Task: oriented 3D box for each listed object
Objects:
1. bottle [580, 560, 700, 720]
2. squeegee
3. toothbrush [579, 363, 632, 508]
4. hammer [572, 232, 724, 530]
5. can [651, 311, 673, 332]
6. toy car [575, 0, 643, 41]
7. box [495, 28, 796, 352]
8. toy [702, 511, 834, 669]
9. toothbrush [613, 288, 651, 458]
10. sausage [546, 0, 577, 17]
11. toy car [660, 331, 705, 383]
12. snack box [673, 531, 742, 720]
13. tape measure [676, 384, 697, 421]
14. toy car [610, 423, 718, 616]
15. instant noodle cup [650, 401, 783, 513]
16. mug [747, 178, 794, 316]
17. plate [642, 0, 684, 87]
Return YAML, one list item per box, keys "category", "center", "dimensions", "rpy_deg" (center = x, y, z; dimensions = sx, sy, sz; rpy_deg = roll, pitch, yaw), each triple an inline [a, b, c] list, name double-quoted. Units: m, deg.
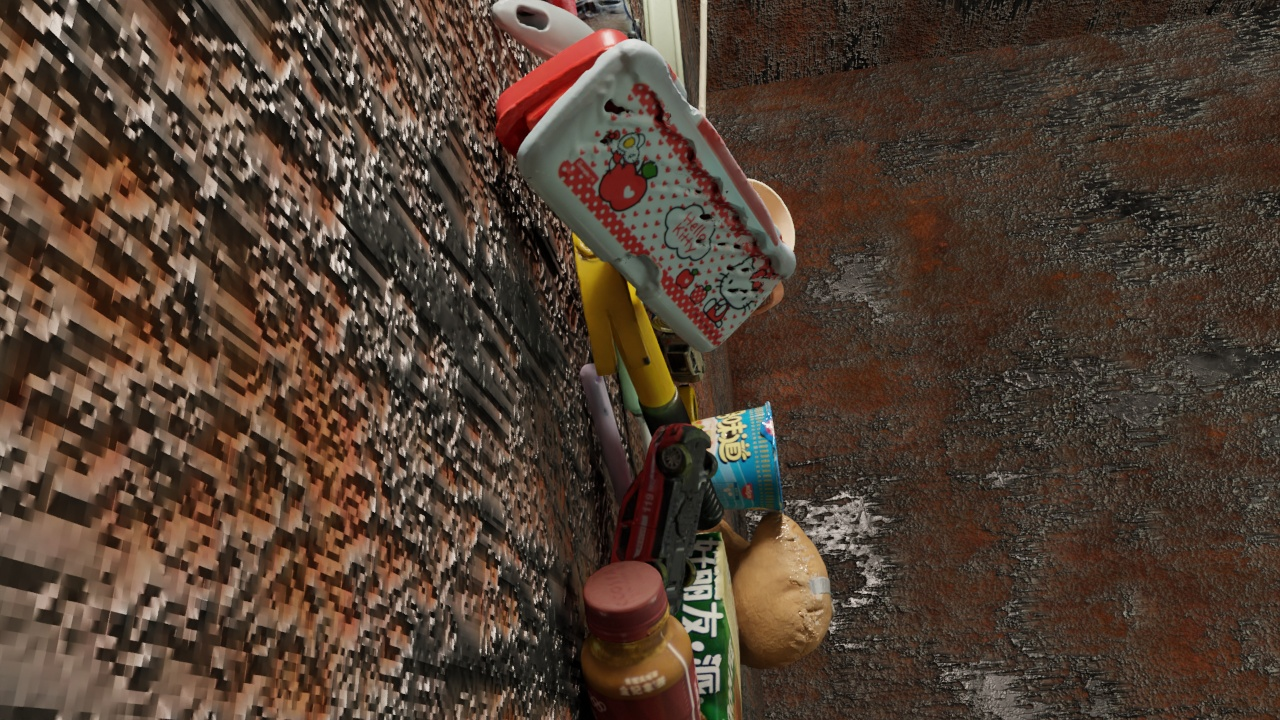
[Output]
- category: "bottle"
  center: [0.005, 0.187, 0.479]
  dimensions: [0.057, 0.057, 0.175]
  rpy_deg: [-78, 160, -66]
- category: "squeegee"
  center: [0.001, -0.151, 0.532]
  dimensions: [0.246, 0.039, 0.246]
  rpy_deg: [15, 75, -61]
- category: "toothbrush"
  center: [-0.013, 0.083, 0.586]
  dimensions: [0.029, 0.021, 0.189]
  rpy_deg: [-41, 130, -40]
- category: "hammer"
  center: [0.012, 0.025, 0.625]
  dimensions: [0.301, 0.033, 0.128]
  rpy_deg: [68, 11, -45]
- category: "can"
  center: [0.044, -0.092, 0.937]
  dimensions: [0.075, 0.075, 0.111]
  rpy_deg: [57, 27, -73]
- category: "toy car"
  center: [-0.025, -0.226, 0.636]
  dimensions: [0.105, 0.049, 0.031]
  rpy_deg: [-30, 107, -81]
- category: "box"
  center: [0.016, -0.073, 0.464]
  dimensions: [0.201, 0.091, 0.068]
  rpy_deg: [41, 27, -51]
- category: "toy"
  center: [0.092, 0.219, 0.868]
  dimensions: [0.227, 0.082, 0.143]
  rpy_deg: [-22, -114, 59]
- category: "toothbrush"
  center: [-0.004, 0.004, 0.681]
  dimensions: [0.027, 0.026, 0.225]
  rpy_deg: [-83, 165, -71]
- category: "sausage"
  center: [-0.041, -0.164, 0.581]
  dimensions: [0.020, 0.020, 0.156]
  rpy_deg: [-63, 146, -76]
- category: "toy car"
  center: [0.045, 0.000, 0.998]
  dimensions: [0.090, 0.042, 0.035]
  rpy_deg: [69, 26, -59]
- category: "snack box"
  center: [0.041, 0.246, 0.678]
  dimensions: [0.239, 0.063, 0.114]
  rpy_deg: [-82, 163, -61]
- category: "tape measure"
  center: [0.046, 0.057, 0.998]
  dimensions: [0.057, 0.029, 0.059]
  rpy_deg: [76, 11, -49]
- category: "toy car"
  center: [0.012, 0.096, 0.557]
  dimensions: [0.053, 0.045, 0.120]
  rpy_deg: [22, 81, -62]
- category: "instant noodle cup"
  center: [0.065, 0.089, 0.805]
  dimensions: [0.099, 0.110, 0.099]
  rpy_deg: [-5, 89, -83]
- category: "mug"
  center: [0.084, -0.094, 0.850]
  dimensions: [0.081, 0.106, 0.114]
  rpy_deg: [-31, 93, -38]
- category: "plate"
  center: [0.023, -0.206, 0.747]
  dimensions: [0.230, 0.027, 0.230]
  rpy_deg: [0, 85, -88]
